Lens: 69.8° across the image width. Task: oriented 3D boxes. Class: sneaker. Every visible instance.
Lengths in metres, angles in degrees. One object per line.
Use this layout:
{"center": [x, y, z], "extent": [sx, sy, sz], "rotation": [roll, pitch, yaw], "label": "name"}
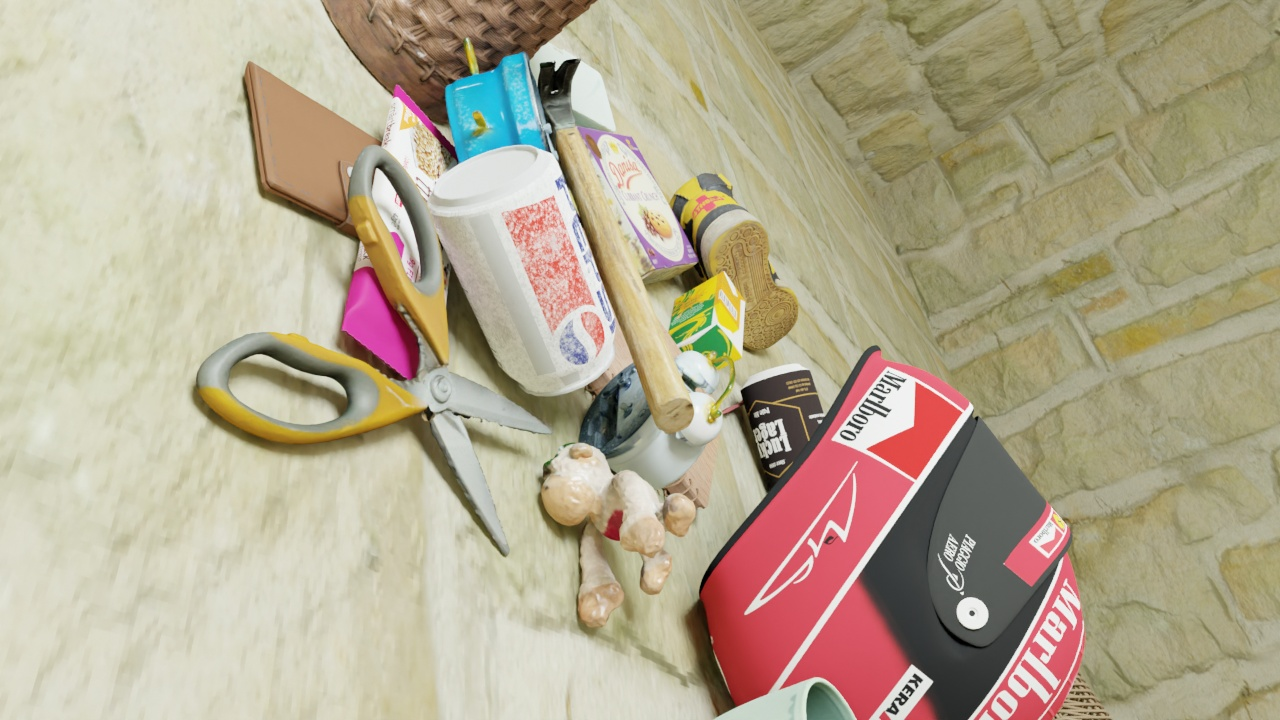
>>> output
{"center": [0.097, -0.108, 1.006], "extent": [0.122, 0.086, 0.238], "rotation": [56, -1, 34], "label": "sneaker"}

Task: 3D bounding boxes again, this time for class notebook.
{"center": [-0.004, 0.004, 0.731], "extent": [0.210, 0.022, 0.168], "rotation": [54, 22, -16], "label": "notebook"}

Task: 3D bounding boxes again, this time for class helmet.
{"center": [0.177, 0.154, 0.616], "extent": [0.224, 0.270, 0.198], "rotation": [36, -12, 16], "label": "helmet"}

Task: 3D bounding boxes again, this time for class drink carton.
{"center": [0.063, -0.034, 0.871], "extent": [0.041, 0.058, 0.122], "rotation": [52, 24, -20], "label": "drink carton"}

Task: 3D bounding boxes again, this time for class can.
{"center": [-0.066, -0.052, 0.547], "extent": [0.078, 0.078, 0.136], "rotation": [-85, 159, -54], "label": "can"}
{"center": [0.147, 0.073, 0.889], "extent": [0.071, 0.072, 0.128], "rotation": [9, 63, -63], "label": "can"}

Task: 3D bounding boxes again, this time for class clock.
{"center": [0.014, 0.035, 0.607], "extent": [0.057, 0.118, 0.083], "rotation": [42, 28, -25], "label": "clock"}
{"center": [-0.084, -0.125, 0.618], "extent": [0.162, 0.060, 0.116], "rotation": [79, -4, -47], "label": "clock"}

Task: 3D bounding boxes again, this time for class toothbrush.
{"center": [0.112, 0.040, 0.951], "extent": [0.015, 0.015, 0.184], "rotation": [65, 23, 3], "label": "toothbrush"}

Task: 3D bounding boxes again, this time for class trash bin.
{"center": [-0.095, -0.285, 0.630], "extent": [0.151, 0.210, 0.151], "rotation": [47, 25, -31], "label": "trash bin"}

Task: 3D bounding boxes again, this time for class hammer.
{"center": [-0.025, -0.088, 0.633], "extent": [0.132, 0.033, 0.330], "rotation": [93, -18, -48], "label": "hammer"}

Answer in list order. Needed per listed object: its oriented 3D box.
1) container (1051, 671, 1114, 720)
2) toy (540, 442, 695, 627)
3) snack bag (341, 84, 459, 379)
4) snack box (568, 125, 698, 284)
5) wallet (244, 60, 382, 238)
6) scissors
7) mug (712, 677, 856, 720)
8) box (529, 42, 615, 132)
{"center": [0.276, 0.300, 0.735], "extent": [0.227, 0.227, 0.196], "rotation": [43, 21, -37], "label": "container"}
{"center": [-0.020, 0.085, 0.533], "extent": [0.074, 0.085, 0.106], "rotation": [-18, 55, -38], "label": "toy"}
{"center": [-0.130, -0.075, 0.527], "extent": [0.070, 0.016, 0.196], "rotation": [49, 30, -45], "label": "snack bag"}
{"center": [-0.015, -0.143, 0.859], "extent": [0.148, 0.041, 0.143], "rotation": [61, 22, 1], "label": "snack box"}
{"center": [-0.167, -0.109, 0.521], "extent": [0.121, 0.013, 0.087], "rotation": [27, 40, -57], "label": "wallet"}
{"center": [-0.119, 0.005, 0.452], "extent": [0.225, 0.016, 0.225], "rotation": [-31, 103, -59], "label": "scissors"}
{"center": [0.071, 0.242, 0.492], "extent": [0.084, 0.104, 0.111], "rotation": [13, 51, -62], "label": "mug"}
{"center": [-0.083, -0.247, 0.824], "extent": [0.085, 0.071, 0.198], "rotation": [46, 17, 15], "label": "box"}
